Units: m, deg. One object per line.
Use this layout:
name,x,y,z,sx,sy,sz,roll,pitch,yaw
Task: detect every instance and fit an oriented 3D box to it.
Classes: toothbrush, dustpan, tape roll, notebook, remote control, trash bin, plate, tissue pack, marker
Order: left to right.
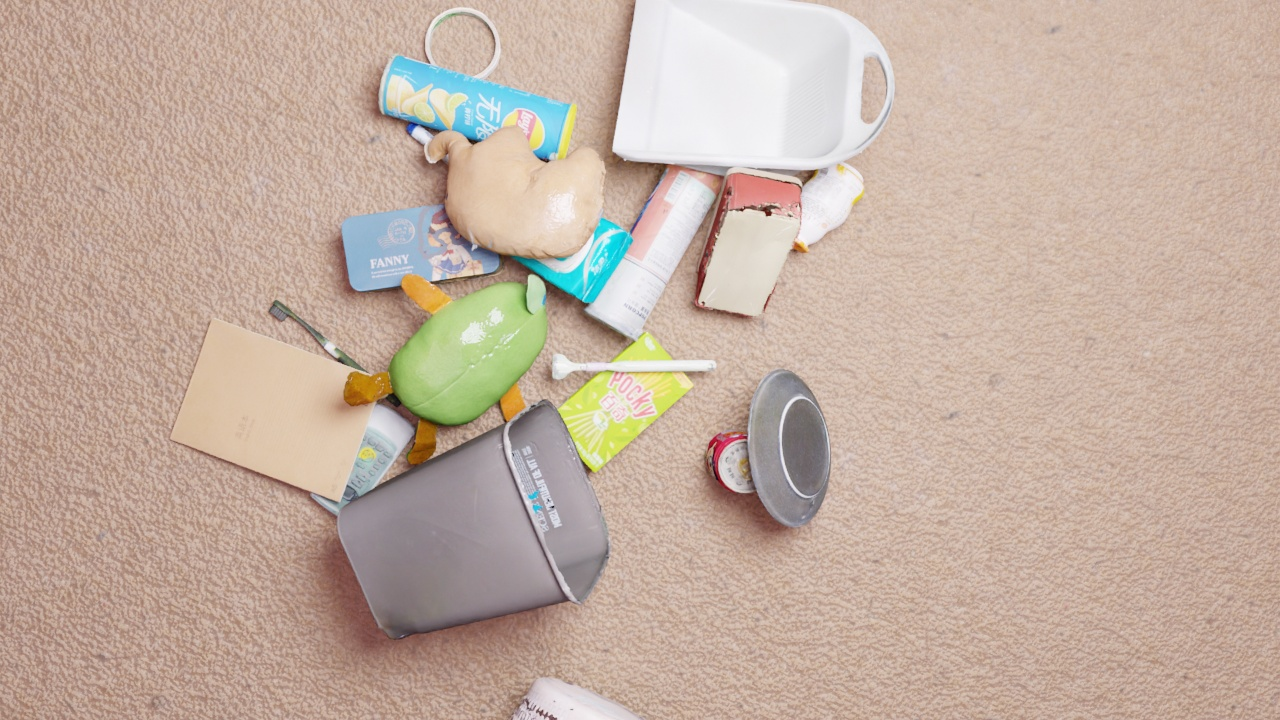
notebook,-0.414,0.056,1.047,0.211,0.012,0.149,20,90,2
toothbrush,-0.352,-0.006,1.059,0.186,0.012,0.017,40,94,-4
remote control,-0.319,0.117,1.059,0.056,0.019,0.135,37,89,-3
marker,-0.209,-0.225,1.062,0.146,0.017,0.017,38,88,-4
tape roll,-0.205,-0.363,1.061,0.086,0.014,0.086,0,91,-4
trash bin,-0.174,0.176,0.978,0.220,0.198,0.199,-21,94,13
trash bin,-0.084,0.465,0.999,0.227,0.228,0.192,24,77,-4
tissue pack,-0.079,-0.128,1.029,0.133,0.050,0.093,32,90,30
toothbrush,-0.006,0.006,1.050,0.189,0.020,0.029,-1,94,-7
dustpan,0.129,-0.304,0.987,0.257,0.143,0.222,16,71,-23
plate,0.177,0.097,1.029,0.024,0.179,0.179,-9,92,37

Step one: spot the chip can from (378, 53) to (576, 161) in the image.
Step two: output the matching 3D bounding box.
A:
chip can,-0.182,-0.282,1.035,0.210,0.071,0.071,15,90,-4

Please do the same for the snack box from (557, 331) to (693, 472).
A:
snack box,-0.024,0.048,1.070,0.156,0.026,0.086,-41,94,-6

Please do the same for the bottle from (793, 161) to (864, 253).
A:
bottle,0.210,-0.178,1.066,0.063,0.063,0.108,36,88,-4

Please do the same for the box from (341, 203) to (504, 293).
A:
box,-0.250,-0.128,1.040,0.184,0.061,0.090,-11,91,-5

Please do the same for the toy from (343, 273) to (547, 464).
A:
toy,-0.199,0.000,1.029,0.246,0.090,0.227,-39,119,-9

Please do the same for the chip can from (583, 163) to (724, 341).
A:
chip can,0.017,-0.132,1.051,0.071,0.071,0.214,30,89,-4

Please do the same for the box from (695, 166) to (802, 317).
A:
box,0.117,-0.119,1.003,0.091,0.169,0.080,10,54,-4

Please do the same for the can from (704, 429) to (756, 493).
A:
can,0.112,0.115,1.050,0.066,0.094,0.066,0,91,-4

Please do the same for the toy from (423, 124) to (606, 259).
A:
toy,-0.148,-0.183,0.979,0.226,0.082,0.143,19,73,13
